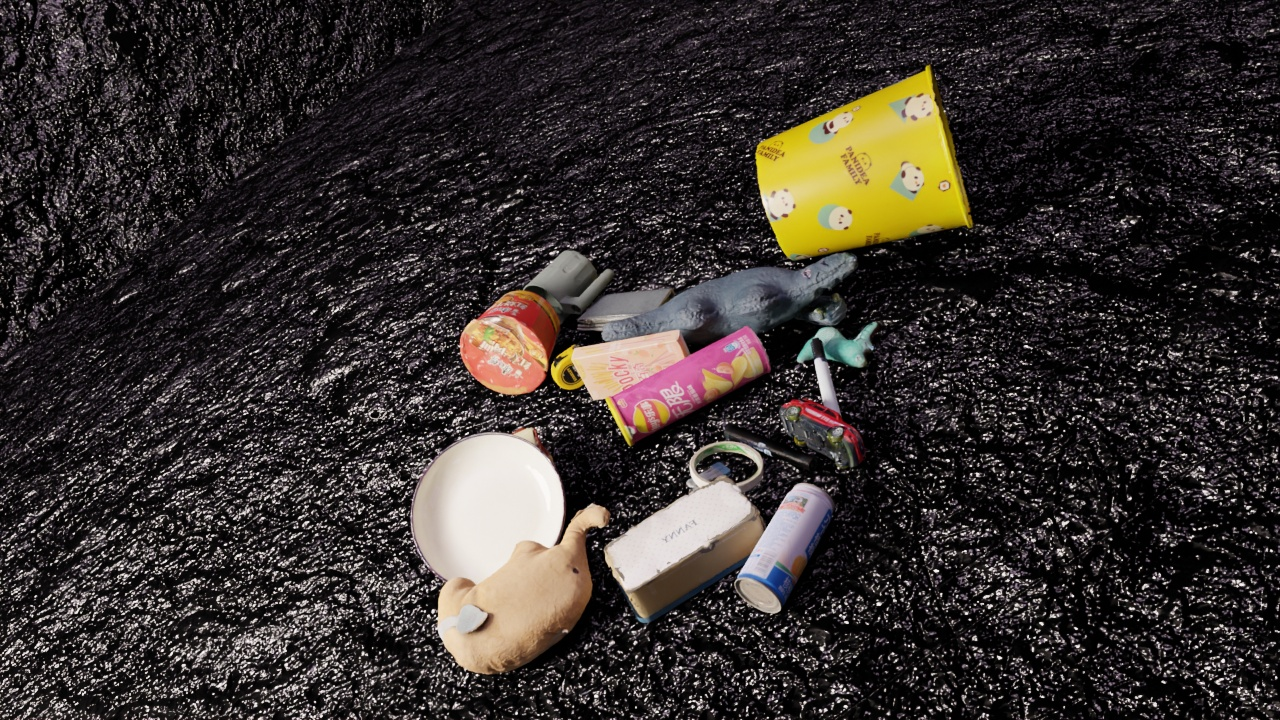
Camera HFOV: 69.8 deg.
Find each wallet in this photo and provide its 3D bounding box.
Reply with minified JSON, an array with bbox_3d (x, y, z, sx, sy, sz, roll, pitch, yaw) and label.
[{"bbox_3d":[-0.022,-0.072,1.414,0.130,0.037,0.106,-3,30,27],"label":"wallet"}]

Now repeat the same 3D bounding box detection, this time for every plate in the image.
[{"bbox_3d":[-0.181,0.184,1.114,0.192,0.039,0.192,-3,72,8],"label":"plate"}]

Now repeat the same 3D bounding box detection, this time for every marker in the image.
[{"bbox_3d":[0.155,0.103,1.096,0.022,0.020,0.132,-29,33,-35],"label":"marker"},{"bbox_3d":[0.227,0.024,1.130,0.018,0.022,0.130,-18,47,15],"label":"marker"}]

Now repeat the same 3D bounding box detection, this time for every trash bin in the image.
[{"bbox_3d":[0.317,-0.264,1.313,0.256,0.230,0.229,-15,36,24],"label":"trash bin"}]

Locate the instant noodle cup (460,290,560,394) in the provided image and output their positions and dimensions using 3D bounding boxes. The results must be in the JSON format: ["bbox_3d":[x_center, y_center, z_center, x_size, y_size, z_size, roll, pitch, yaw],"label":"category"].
[{"bbox_3d":[-0.188,-0.033,1.388,0.138,0.138,0.108,-9,29,21],"label":"instant noodle cup"}]

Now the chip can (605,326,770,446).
[{"bbox_3d":[0.062,0.032,1.197,0.210,0.071,0.071,-28,35,-4],"label":"chip can"}]

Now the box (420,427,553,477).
[{"bbox_3d":[-0.201,0.152,1.194,0.168,0.077,0.091,-24,36,1],"label":"box"}]

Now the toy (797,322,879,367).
[{"bbox_3d":[0.262,-0.019,1.181,0.092,0.030,0.096,24,63,42],"label":"toy"}]

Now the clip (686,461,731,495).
[{"bbox_3d":[0.080,0.141,1.092,0.056,0.029,0.024,-31,40,-19],"label":"clip"}]

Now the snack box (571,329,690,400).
[{"bbox_3d":[-0.007,0.007,1.259,0.157,0.084,0.026,-10,41,20],"label":"snack box"}]

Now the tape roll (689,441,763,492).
[{"bbox_3d":[0.102,0.126,1.082,0.086,0.014,0.085,-4,32,3],"label":"tape roll"}]

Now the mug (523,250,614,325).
[{"bbox_3d":[-0.114,-0.117,1.486,0.124,0.084,0.103,8,44,36],"label":"mug"}]

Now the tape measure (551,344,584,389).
[{"bbox_3d":[-0.101,0.012,1.332,0.057,0.060,0.029,-35,36,-5],"label":"tape measure"}]

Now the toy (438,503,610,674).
[{"bbox_3d":[-0.115,0.252,1.011,0.225,0.083,0.143,-30,52,-13],"label":"toy"}]

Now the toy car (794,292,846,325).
[{"bbox_3d":[0.242,-0.069,1.253,0.042,0.034,0.091,-44,25,-19],"label":"toy car"}]

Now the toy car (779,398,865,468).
[{"bbox_3d":[0.212,0.081,1.061,0.045,0.053,0.120,-35,35,-18],"label":"toy car"}]

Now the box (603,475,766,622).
[{"bbox_3d":[0.044,0.206,0.997,0.184,0.059,0.089,-30,35,-5],"label":"box"}]

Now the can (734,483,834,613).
[{"bbox_3d":[0.152,0.192,0.952,0.053,0.053,0.134,9,47,38],"label":"can"}]

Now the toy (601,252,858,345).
[{"bbox_3d":[0.127,-0.076,1.254,0.357,0.091,0.137,-16,-9,20],"label":"toy"}]
